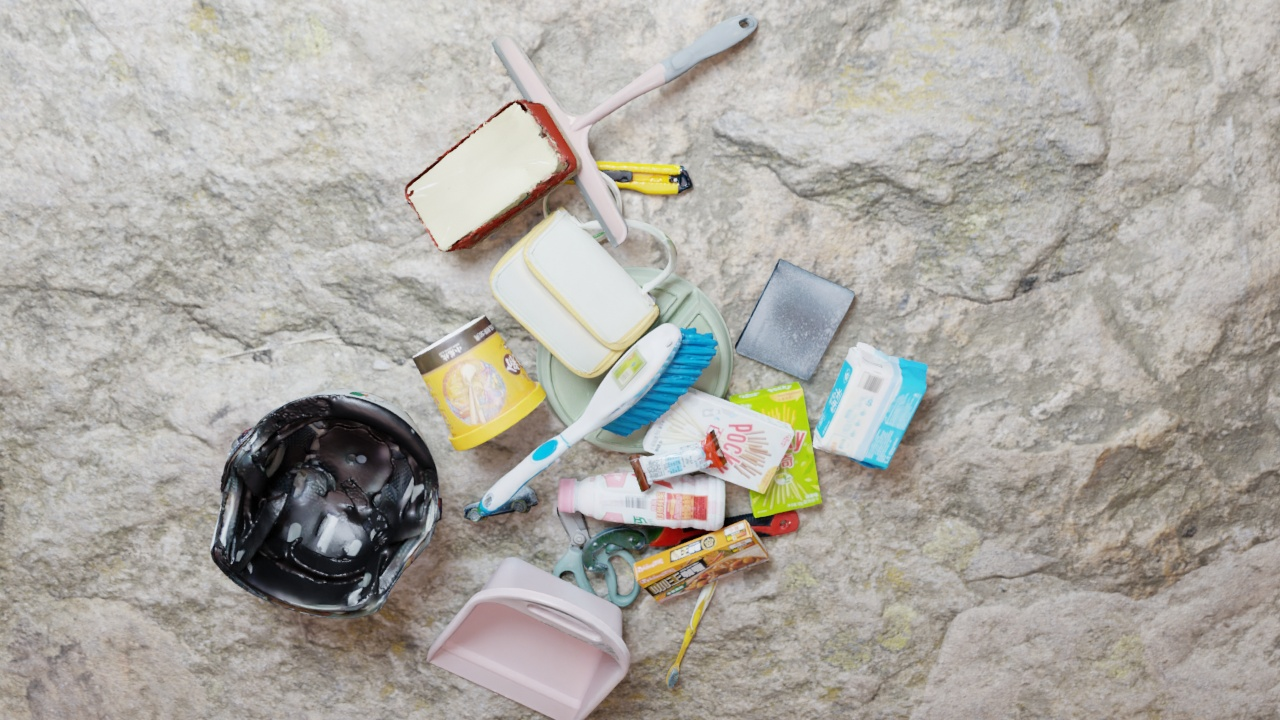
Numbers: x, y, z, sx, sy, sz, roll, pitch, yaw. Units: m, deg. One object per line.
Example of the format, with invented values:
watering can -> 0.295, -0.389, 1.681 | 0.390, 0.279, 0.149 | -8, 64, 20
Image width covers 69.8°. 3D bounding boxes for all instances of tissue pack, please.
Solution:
tissue pack -> 0.265, 0.055, 1.064 | 0.090, 0.063, 0.140 | 19, 107, -6

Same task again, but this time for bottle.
bottle -> 0.001, 0.166, 1.097 | 0.197, 0.068, 0.068 | 2, 109, 2

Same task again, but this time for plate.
plate -> -0.006, 0.006, 1.059 | 0.230, 0.027, 0.230 | -1, 109, -2

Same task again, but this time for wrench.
wrench -> 0.062, 0.216, 1.132 | 0.273, 0.016, 0.056 | -9, 110, -4

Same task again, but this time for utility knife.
utility knife -> -0.040, -0.198, 0.991 | 0.195, 0.015, 0.033 | 2, 107, -2

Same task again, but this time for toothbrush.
toothbrush -> 0.068, 0.346, 1.185 | 0.016, 0.018, 0.192 | 17, 108, -9

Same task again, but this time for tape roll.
tape roll -> -0.062, -0.167, 0.992 | 0.086, 0.013, 0.086 | 1, 122, 1

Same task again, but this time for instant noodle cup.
instant noodle cup -> -0.183, 0.021, 1.016 | 0.118, 0.118, 0.114 | -29, 99, 8

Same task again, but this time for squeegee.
squeegee -> 0.014, -0.286, 0.935 | 0.249, 0.040, 0.247 | -32, 92, 1

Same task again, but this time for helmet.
helmet -> -0.338, 0.142, 1.029 | 0.230, 0.156, 0.274 | 21, 104, -12

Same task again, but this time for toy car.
toy car -> -0.169, 0.174, 1.106 | 0.090, 0.043, 0.034 | -13, 82, 0

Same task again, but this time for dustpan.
dustpan -> -0.135, 0.359, 1.108 | 0.222, 0.138, 0.274 | 25, 110, -6

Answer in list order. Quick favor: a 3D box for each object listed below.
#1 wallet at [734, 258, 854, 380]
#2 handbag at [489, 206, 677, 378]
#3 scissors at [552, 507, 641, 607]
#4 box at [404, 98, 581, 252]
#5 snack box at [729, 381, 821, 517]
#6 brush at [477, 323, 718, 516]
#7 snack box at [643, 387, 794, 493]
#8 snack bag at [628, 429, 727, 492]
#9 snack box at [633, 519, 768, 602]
wallet -> 0.175, -0.045, 1.052 | 0.097, 0.019, 0.121 | 22, 109, -7
handbag -> -0.052, -0.088, 0.983 | 0.179, 0.063, 0.163 | -43, 102, 7
scissors -> -0.085, 0.253, 1.149 | 0.132, 0.019, 0.185 | -36, 105, 10
box -> -0.153, -0.184, 0.934 | 0.169, 0.079, 0.091 | -31, 92, 22
snack box -> 0.162, 0.108, 1.100 | 0.086, 0.026, 0.156 | -12, 109, 2
brush -> -0.052, 0.070, 1.012 | 0.315, 0.060, 0.109 | -47, 148, 20
snack box -> 0.090, 0.089, 1.062 | 0.156, 0.026, 0.085 | 21, 107, -8
snack bag -> 0.043, 0.114, 1.040 | 0.104, 0.026, 0.048 | -19, 103, 6
snack box -> 0.075, 0.247, 1.125 | 0.154, 0.026, 0.075 | -24, 138, 11
